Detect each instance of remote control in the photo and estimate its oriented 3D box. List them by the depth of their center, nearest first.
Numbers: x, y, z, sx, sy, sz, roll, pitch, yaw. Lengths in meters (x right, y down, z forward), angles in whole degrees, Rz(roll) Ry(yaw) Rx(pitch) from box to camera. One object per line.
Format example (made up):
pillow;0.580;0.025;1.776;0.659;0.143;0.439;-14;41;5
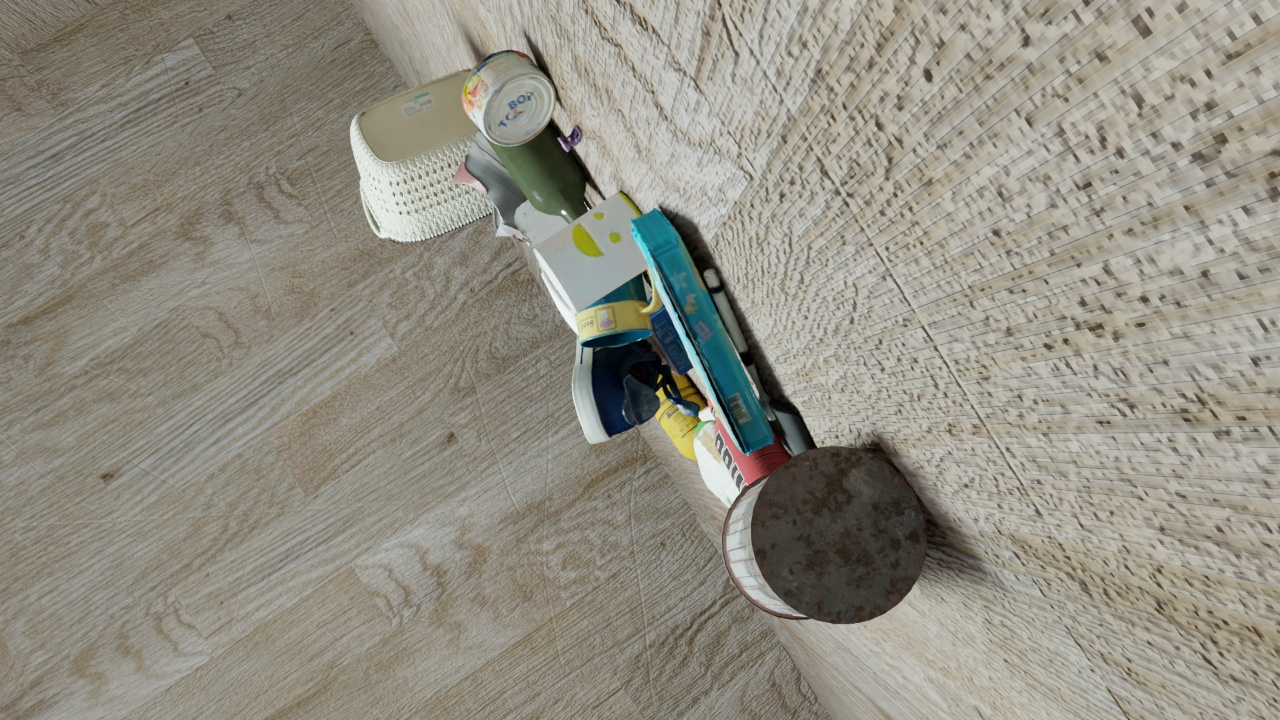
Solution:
remote control;0.156;0.093;0.853;0.147;0.015;0.033;60;173;-30
remote control;0.091;0.054;1.057;0.018;0.038;0.126;56;174;2

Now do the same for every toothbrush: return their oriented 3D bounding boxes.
toothbrush;0.092;-0.010;0.823;0.187;0.012;0.017;61;180;-40

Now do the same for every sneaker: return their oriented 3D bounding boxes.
sneaker;-0.007;0.007;1.122;0.294;0.127;0.121;-93;-15;-69
sneaker;-0.141;-0.184;1.168;0.236;0.089;0.099;40;-170;-27

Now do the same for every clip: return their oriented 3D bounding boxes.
clip;-0.074;-0.226;0.947;0.013;0.033;0.051;56;175;-4

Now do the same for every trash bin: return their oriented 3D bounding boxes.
trash bin;0.137;0.143;0.733;0.131;0.130;0.211;55;173;11

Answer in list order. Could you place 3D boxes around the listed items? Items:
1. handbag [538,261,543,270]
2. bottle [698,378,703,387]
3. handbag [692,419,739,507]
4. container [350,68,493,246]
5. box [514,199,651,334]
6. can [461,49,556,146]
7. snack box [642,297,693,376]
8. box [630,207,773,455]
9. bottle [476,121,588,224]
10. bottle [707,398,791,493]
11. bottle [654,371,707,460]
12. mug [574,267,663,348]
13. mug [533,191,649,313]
handbag;-0.093;-0.139;1.344;0.111;0.081;0.119;49;173;0
bottle;0.066;-0.009;0.923;0.036;0.036;0.110;52;173;38
handbag;0.138;0.160;1.087;0.139;0.072;0.195;61;172;-33
container;-0.262;-0.276;1.223;0.184;0.251;0.143;56;165;31
box;-0.074;-0.124;1.118;0.189;0.111;0.101;55;172;18
can;-0.130;-0.261;0.915;0.043;0.086;0.086;52;173;30
snack box;0.019;-0.039;1.169;0.088;0.033;0.154;59;174;-20
box;0.054;-0.024;0.827;0.227;0.039;0.094;62;-179;-25
bottle;-0.112;-0.222;1.051;0.206;0.071;0.071;55;174;11
bottle;0.116;0.098;0.926;0.176;0.062;0.062;64;-179;39
bottle;0.060;0.075;1.274;0.163;0.071;0.071;54;174;19
mug;-0.023;-0.077;1.011;0.083;0.114;0.107;2;-104;-49
mug;-0.043;-0.109;0.935;0.082;0.106;0.082;55;175;7
